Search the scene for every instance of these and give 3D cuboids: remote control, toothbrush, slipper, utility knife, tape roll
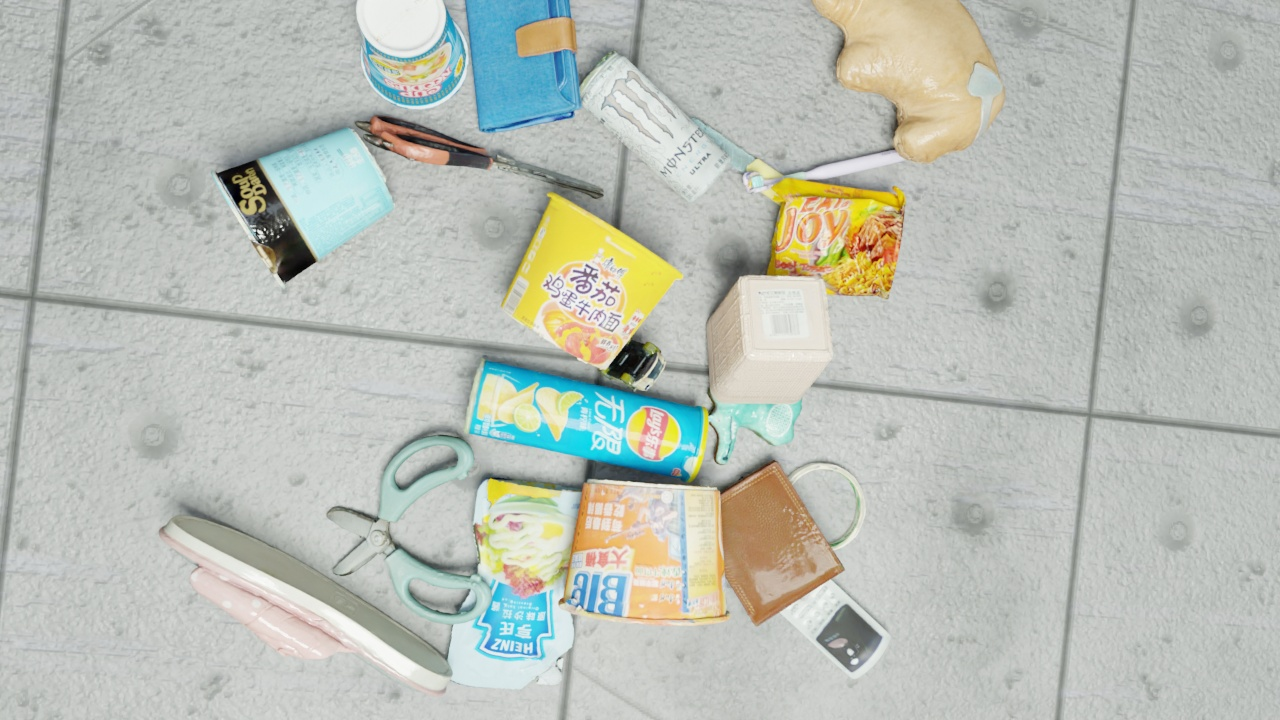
[{"bbox_3d":[0.172,0.239,0.882,0.150,0.021,0.058,43,85,-5],"label":"remote control"},{"bbox_3d":[0.188,-0.185,0.875,0.189,0.021,0.029,-14,53,-14],"label":"toothbrush"},{"bbox_3d":[-0.285,0.218,0.778,0.274,0.114,0.054,34,81,-13],"label":"slipper"},{"bbox_3d":[0.137,-0.164,0.876,0.219,0.022,0.031,33,82,-13],"label":"utility knife"},{"bbox_3d":[0.174,0.141,0.885,0.085,0.014,0.086,0,90,-7],"label":"tape roll"}]

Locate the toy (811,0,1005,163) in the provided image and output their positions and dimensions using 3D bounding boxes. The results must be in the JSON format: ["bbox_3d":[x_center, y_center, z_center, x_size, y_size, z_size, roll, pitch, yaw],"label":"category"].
[{"bbox_3d":[0.247,-0.296,0.860,0.143,0.083,0.226,-41,93,-18],"label":"toy"}]

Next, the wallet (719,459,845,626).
[{"bbox_3d":[0.116,0.169,0.855,0.101,0.032,0.124,-33,80,3],"label":"wallet"}]

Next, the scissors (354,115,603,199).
[{"bbox_3d":[-0.136,-0.174,0.811,0.207,0.192,0.015,27,112,19],"label":"scissors"}]

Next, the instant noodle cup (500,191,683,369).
[{"bbox_3d":[-0.048,-0.064,0.800,0.138,0.138,0.110,31,94,-7],"label":"instant noodle cup"}]

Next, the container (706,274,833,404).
[{"bbox_3d":[0.115,-0.020,0.816,0.090,0.111,0.089,1,70,-8],"label":"container"}]

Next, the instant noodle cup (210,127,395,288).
[{"bbox_3d":[-0.279,-0.137,0.782,0.120,0.111,0.111,-31,94,-14],"label":"instant noodle cup"}]

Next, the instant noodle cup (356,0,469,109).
[{"bbox_3d":[-0.199,-0.278,0.785,0.099,0.110,0.099,0,91,-7],"label":"instant noodle cup"}]

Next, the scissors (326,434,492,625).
[{"bbox_3d":[-0.192,0.143,0.817,0.170,0.019,0.180,26,93,8],"label":"scissors"}]

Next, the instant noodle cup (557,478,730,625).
[{"bbox_3d":[0.006,0.162,0.801,0.151,0.151,0.111,5,83,-8],"label":"instant noodle cup"}]

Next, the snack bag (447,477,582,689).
[{"bbox_3d":[-0.109,0.206,0.837,0.110,0.039,0.191,9,90,-17],"label":"snack bag"}]

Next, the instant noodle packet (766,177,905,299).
[{"bbox_3d":[0.180,-0.111,0.858,0.128,0.044,0.111,3,111,-6],"label":"instant noodle packet"}]

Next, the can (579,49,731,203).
[{"bbox_3d":[0.012,-0.212,0.839,0.146,0.058,0.058,42,85,-6],"label":"can"}]

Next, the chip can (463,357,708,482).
[{"bbox_3d":[-0.048,0.055,0.826,0.210,0.071,0.071,13,88,-7],"label":"chip can"}]

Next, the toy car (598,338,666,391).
[{"bbox_3d":[-0.005,0.005,0.823,0.035,0.090,0.042,37,82,-23],"label":"toy car"}]

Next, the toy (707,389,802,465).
[{"bbox_3d":[0.104,0.056,0.868,0.092,0.030,0.096,14,86,-4],"label":"toy"}]

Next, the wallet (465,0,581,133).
[{"bbox_3d":[-0.105,-0.277,0.819,0.106,0.040,0.133,-6,92,22],"label":"wallet"}]
